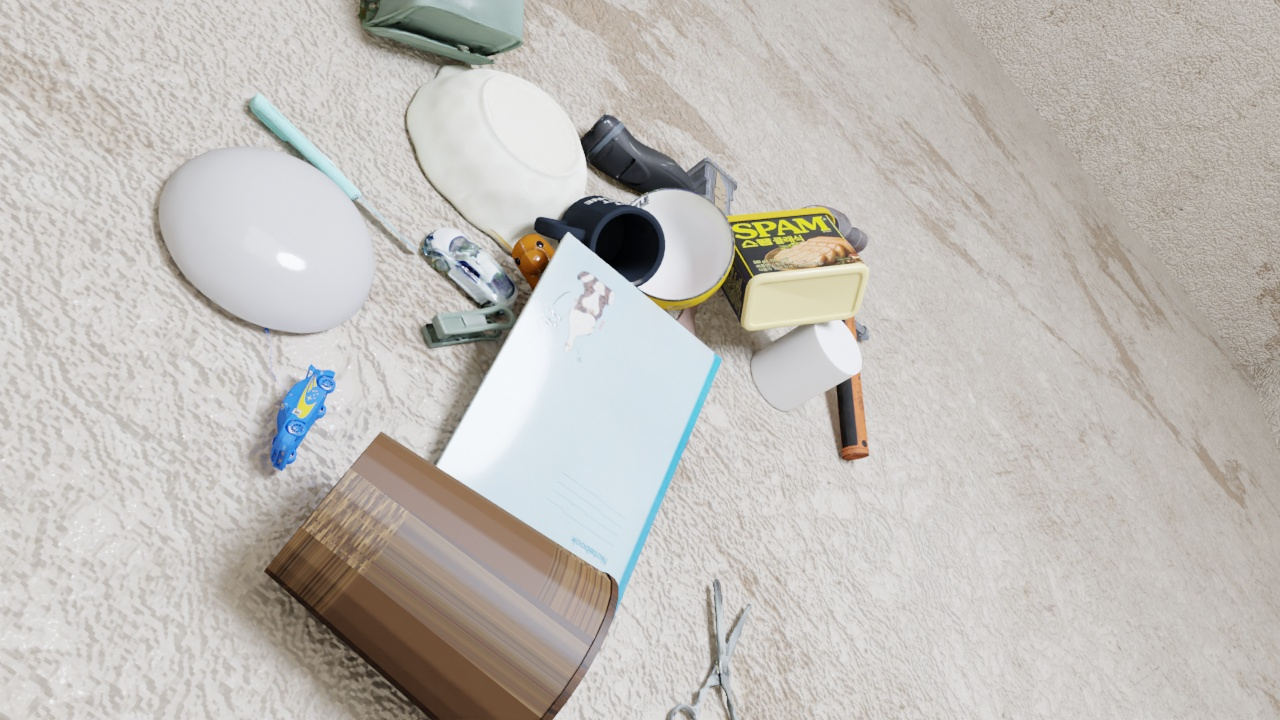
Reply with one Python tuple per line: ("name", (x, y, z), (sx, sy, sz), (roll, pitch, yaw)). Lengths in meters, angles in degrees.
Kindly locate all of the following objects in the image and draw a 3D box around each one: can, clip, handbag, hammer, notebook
("can", (0.148, -0.092, 0.930), (0.135, 0.075, 0.104), (-7, 42, -13))
("clip", (-0.133, -0.027, 0.717), (0.075, 0.042, 0.023), (-11, 73, -50))
("handbag", (-0.173, -0.312, 0.823), (0.121, 0.106, 0.067), (3, 85, -45))
("hammer", (0.229, -0.040, 1.066), (0.137, 0.035, 0.313), (22, 58, -40))
("hammer", (0.174, -0.108, 1.097), (0.322, 0.044, 0.098), (35, 42, -28))
("notebook", (-0.041, 0.049, 0.709), (0.181, 0.009, 0.252), (38, 59, -23))

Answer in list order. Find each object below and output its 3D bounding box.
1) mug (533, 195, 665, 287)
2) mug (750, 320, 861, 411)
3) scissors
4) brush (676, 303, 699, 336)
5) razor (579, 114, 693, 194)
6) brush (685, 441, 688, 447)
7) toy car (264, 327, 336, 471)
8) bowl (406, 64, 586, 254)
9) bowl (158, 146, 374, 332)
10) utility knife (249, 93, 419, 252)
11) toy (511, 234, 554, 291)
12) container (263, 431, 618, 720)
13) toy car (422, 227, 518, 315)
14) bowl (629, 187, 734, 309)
("mug", (-0.041, -0.107, 0.799), (0.105, 0.071, 0.077), (9, 12, -28))
("mug", (0.167, -0.014, 0.974), (0.073, 0.091, 0.110), (-13, 73, -50))
("scissors", (0.055, 0.248, 0.725), (0.157, 0.014, 0.141), (1, 65, -46))
("brush", (0.047, -0.032, 0.923), (0.050, 0.015, 0.135), (39, 41, -21))
("razor", (-0.003, -0.212, 0.974), (0.140, 0.053, 0.063), (23, 40, -38))
("brush", (-0.005, 0.005, 0.827), (0.030, 0.041, 0.172), (-18, 79, -33))
("toy car", (-0.231, 0.020, 0.581), (0.062, 0.033, 0.091), (27, 39, -10))
("bowl", (-0.114, -0.198, 0.837), (0.188, 0.060, 0.219), (-3, 66, -48))
("bowl", (-0.244, -0.093, 0.630), (0.149, 0.043, 0.149), (28, 43, -30))
("utility knife", (-0.234, -0.140, 0.705), (0.165, 0.015, 0.022), (45, 7, -15))
("toy", (-0.072, -0.069, 0.789), (0.090, 0.071, 0.103), (53, 7, -5))
("container", (-0.119, 0.132, 0.542), (0.167, 0.132, 0.131), (40, 40, -10))
("toy car", (-0.136, -0.075, 0.750), (0.090, 0.027, 0.038), (43, 41, -16))
("bowl", (0.031, -0.102, 0.897), (0.117, 0.068, 0.117), (0, 74, 0))
